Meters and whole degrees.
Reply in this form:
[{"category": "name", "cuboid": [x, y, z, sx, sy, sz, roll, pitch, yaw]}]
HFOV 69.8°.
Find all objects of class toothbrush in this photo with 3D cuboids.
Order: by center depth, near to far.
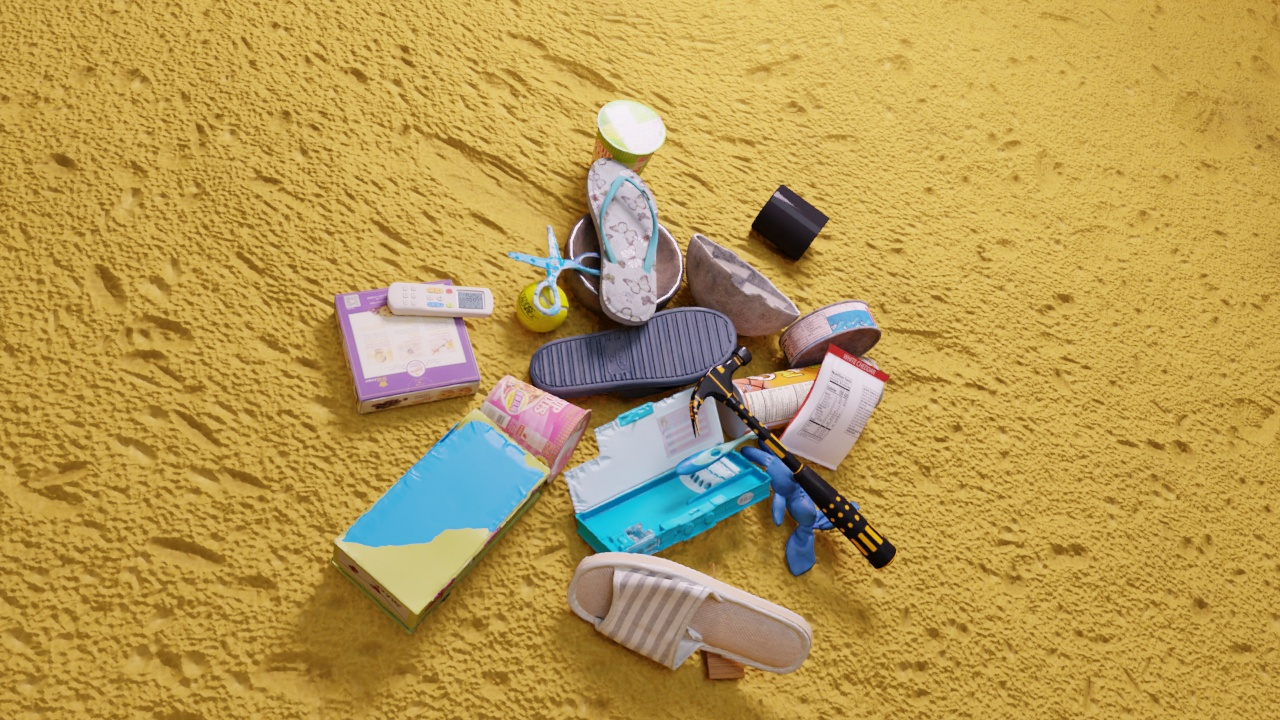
[{"category": "toothbrush", "cuboid": [0.095, 0.107, 1.085, 0.135, 0.017, 0.022, -23, 70, -26]}]

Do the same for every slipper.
[{"category": "slipper", "cuboid": [0.053, 0.282, 0.993, 0.272, 0.115, 0.054, 15, 23, 0]}, {"category": "slipper", "cuboid": [-0.007, 0.007, 1.164, 0.263, 0.083, 0.101, -11, 64, -3]}, {"category": "slipper", "cuboid": [-0.011, -0.166, 1.178, 0.098, 0.055, 0.268, 8, 56, -23]}]

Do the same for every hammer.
[{"category": "hammer", "cuboid": [0.186, 0.132, 1.090, 0.320, 0.036, 0.123, 46, 66, -5]}]

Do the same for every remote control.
[{"category": "remote control", "cuboid": [-0.241, -0.072, 1.106, 0.125, 0.018, 0.038, 2, 61, -20]}]

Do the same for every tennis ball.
[{"category": "tennis ball", "cuboid": [-0.125, -0.069, 1.166, 0.065, 0.066, 0.065, 9, 59, -15]}]

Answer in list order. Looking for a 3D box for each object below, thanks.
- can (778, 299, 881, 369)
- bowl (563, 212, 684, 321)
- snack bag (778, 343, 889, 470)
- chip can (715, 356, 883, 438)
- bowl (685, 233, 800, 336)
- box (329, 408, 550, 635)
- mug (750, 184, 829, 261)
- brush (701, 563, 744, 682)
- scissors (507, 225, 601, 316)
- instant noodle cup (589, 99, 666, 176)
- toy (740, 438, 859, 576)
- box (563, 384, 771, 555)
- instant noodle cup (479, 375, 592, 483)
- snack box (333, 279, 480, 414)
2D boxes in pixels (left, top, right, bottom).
[{"category": "can", "cuboid": [0.255, -0.029, 1.236, 0.129, 0.130, 0.044, -9, 65, -24]}, {"category": "bowl", "cuboid": [-0.027, -0.120, 1.226, 0.162, 0.070, 0.162, 9, 59, -15]}, {"category": "snack bag", "cuboid": [0.247, 0.064, 1.166, 0.130, 0.144, 0.039, 23, 8, -38]}, {"category": "chip can", "cuboid": [0.211, 0.047, 1.212, 0.214, 0.075, 0.075, -9, 65, -24]}, {"category": "bowl", "cuboid": [0.122, -0.088, 1.238, 0.178, 0.081, 0.178, 35, 18, -13]}, {"category": "box", "cuboid": [-0.212, 0.169, 0.995, 0.124, 0.083, 0.220, 38, 54, 5]}, {"category": "mug", "cuboid": [0.226, -0.210, 1.371, 0.088, 0.078, 0.113, 37, 29, 4]}, {"category": "brush", "cuboid": [0.090, 0.303, 1.058, 0.048, 0.017, 0.126, 4, 60, -17]}, {"category": "scissors", "cuboid": [-0.097, -0.113, 1.148, 0.139, 0.011, 0.134, 0, 60, -19]}, {"category": "instant noodle cup", "cuboid": [-0.027, -0.296, 1.304, 0.099, 0.108, 0.098, 9, 59, -15]}, {"category": "toy", "cuboid": [0.195, 0.165, 1.146, 0.112, 0.071, 0.176, -25, 72, -18]}, {"category": "box", "cuboid": [0.024, 0.140, 1.094, 0.226, 0.086, 0.169, -21, 69, -28]}, {"category": "instant noodle cup", "cuboid": [-0.127, 0.073, 1.074, 0.108, 0.098, 0.097, 31, 56, 8]}, {"category": "snack box", "cuboid": [-0.280, -0.019, 1.098, 0.143, 0.041, 0.148, -10, 66, -24]}]
